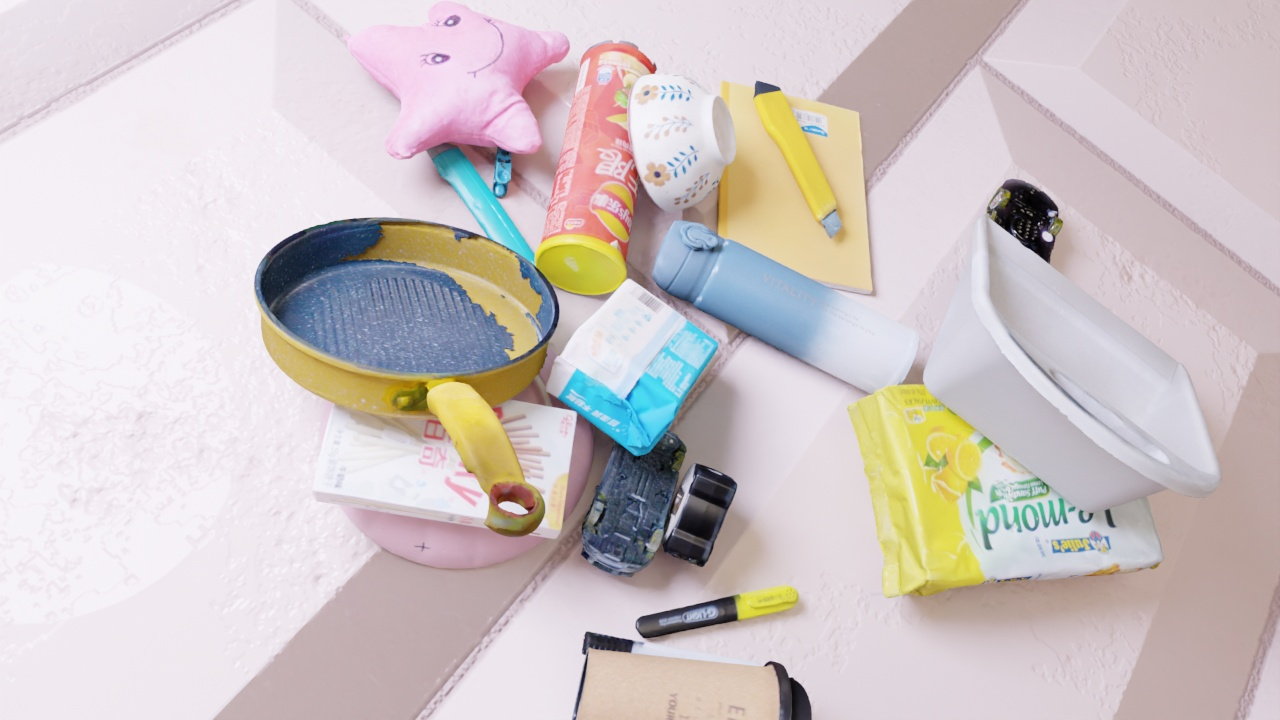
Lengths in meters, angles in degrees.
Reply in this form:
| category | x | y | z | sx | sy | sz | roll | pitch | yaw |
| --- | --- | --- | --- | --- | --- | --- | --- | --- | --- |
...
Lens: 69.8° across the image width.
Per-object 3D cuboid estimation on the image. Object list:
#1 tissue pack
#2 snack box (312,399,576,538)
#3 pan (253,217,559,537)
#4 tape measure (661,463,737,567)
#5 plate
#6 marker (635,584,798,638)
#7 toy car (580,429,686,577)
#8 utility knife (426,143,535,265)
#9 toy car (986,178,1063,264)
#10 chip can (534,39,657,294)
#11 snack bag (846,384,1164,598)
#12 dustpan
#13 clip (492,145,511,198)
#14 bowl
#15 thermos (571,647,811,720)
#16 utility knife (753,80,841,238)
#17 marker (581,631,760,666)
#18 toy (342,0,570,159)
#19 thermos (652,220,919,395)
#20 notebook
| category | x | y | z | sx | sy | sz | roll | pitch | yaw |
| --- | --- | --- | --- | --- | --- | --- | --- | --- | --- |
| tissue pack | -0.004 | 0.004 | 0.665 | 0.090 | 0.063 | 0.139 | 36 | 31 | 1 |
| snack box | -0.123 | 0.061 | 0.595 | 0.156 | 0.027 | 0.084 | 11 | 62 | -10 |
| pan | -0.123 | -0.002 | 0.553 | 0.197 | 0.078 | 0.357 | -2 | 37 | -24 |
| tape measure | 0.040 | 0.107 | 0.647 | 0.033 | 0.066 | 0.065 | 24 | 87 | -1 |
| plate | -0.123 | 0.046 | 0.641 | 0.192 | 0.039 | 0.192 | 7 | 63 | -14 |
| marker | 0.055 | 0.177 | 0.647 | 0.124 | 0.015 | 0.018 | -6 | 64 | -18 |
| toy car | -0.005 | 0.096 | 0.657 | 0.054 | 0.037 | 0.120 | 24 | 51 | -4 |
| utility knife | -0.121 | -0.115 | 0.736 | 0.029 | 0.013 | 0.160 | -31 | 80 | -24 |
| toy car | 0.350 | -0.104 | 0.857 | 0.070 | 0.042 | 0.157 | 29 | 61 | -2 |
| chip can | -0.034 | -0.161 | 0.751 | 0.073 | 0.073 | 0.216 | 13 | 61 | -11 |
| snack bag | 0.283 | 0.099 | 0.724 | 0.246 | 0.068 | 0.157 | -1 | 65 | -17 |
| dustpan | 0.332 | -0.006 | 0.672 | 0.222 | 0.143 | 0.257 | 38 | 60 | 3 |
| clip | -0.113 | -0.161 | 0.756 | 0.014 | 0.046 | 0.056 | 8 | 62 | -13 |
| bowl | 0.041 | -0.183 | 0.754 | 0.062 | 0.113 | 0.113 | -7 | 60 | 24 |
| thermos | 0.030 | 0.226 | 0.577 | 0.143 | 0.093 | 0.092 | 13 | 62 | -3 |
| utility knife | 0.142 | -0.184 | 0.834 | 0.033 | 0.015 | 0.173 | -15 | 71 | -17 |
| marker | 0.023 | 0.203 | 0.622 | 0.130 | 0.023 | 0.018 | 15 | 68 | -12 |
| toy | -0.156 | -0.228 | 0.742 | 0.178 | 0.075 | 0.194 | 14 | 54 | -3 |
| thermos | 0.114 | -0.043 | 0.740 | 0.220 | 0.070 | 0.070 | 26 | 60 | -5 |
| notebook | 0.140 | -0.162 | 0.839 | 0.145 | 0.010 | 0.206 | 9 | 63 | -12 |
